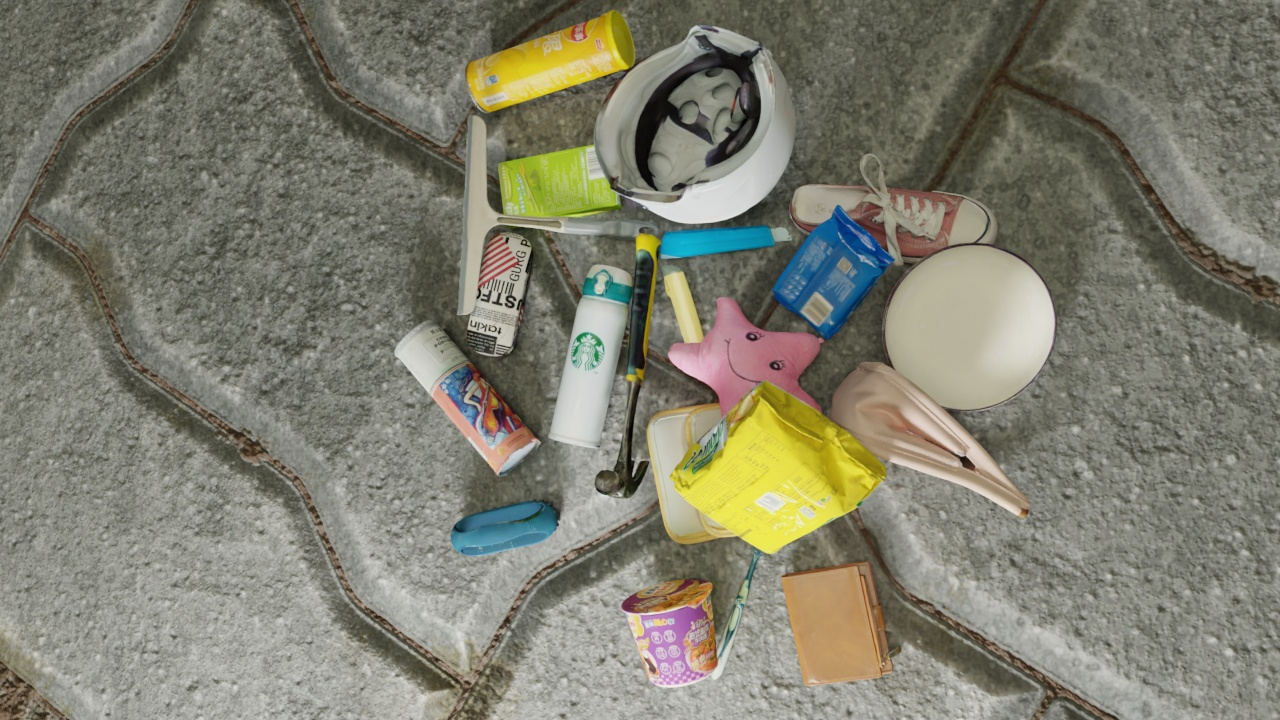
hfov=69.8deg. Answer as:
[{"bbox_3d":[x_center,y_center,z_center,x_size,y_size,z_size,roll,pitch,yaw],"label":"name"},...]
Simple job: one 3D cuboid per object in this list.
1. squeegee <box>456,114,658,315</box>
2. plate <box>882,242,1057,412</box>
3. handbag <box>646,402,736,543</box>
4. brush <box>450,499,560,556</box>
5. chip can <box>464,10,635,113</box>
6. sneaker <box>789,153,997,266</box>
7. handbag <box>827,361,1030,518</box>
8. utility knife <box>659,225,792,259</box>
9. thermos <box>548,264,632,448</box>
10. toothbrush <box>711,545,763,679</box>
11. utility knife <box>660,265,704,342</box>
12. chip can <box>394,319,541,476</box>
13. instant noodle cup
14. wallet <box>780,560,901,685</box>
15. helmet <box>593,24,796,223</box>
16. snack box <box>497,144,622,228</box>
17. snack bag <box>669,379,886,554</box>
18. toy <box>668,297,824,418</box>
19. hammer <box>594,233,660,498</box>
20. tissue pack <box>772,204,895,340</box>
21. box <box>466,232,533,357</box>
[{"bbox_3d":[-0.100,-0.173,1.162,0.246,0.039,0.246,4,97,-5],"label":"squeegee"},{"bbox_3d":[0.370,-0.038,1.046,0.192,0.039,0.192,1,99,3],"label":"plate"},{"bbox_3d":[0.105,0.130,1.106,0.179,0.063,0.163,-11,85,9],"label":"handbag"},{"bbox_3d":[-0.174,0.213,1.156,0.144,0.073,0.055,-14,87,12],"label":"brush"},{"bbox_3d":[-0.116,-0.377,1.170,0.214,0.072,0.072,-11,83,23],"label":"chip can"},{"bbox_3d":[0.290,-0.167,1.065,0.241,0.087,0.118,12,88,15],"label":"sneaker"},{"bbox_3d":[0.319,0.095,0.997,0.234,0.193,0.093,32,95,4],"label":"handbag"},{"bbox_3d":[0.105,-0.150,1.145,0.166,0.018,0.034,-4,98,12],"label":"utility knife"},{"bbox_3d":[-0.060,-0.007,1.145,0.073,0.073,0.224,12,89,14],"label":"thermos"},{"bbox_3d":[0.119,0.296,1.109,0.016,0.018,0.191,19,90,14],"label":"toothbrush"},{"bbox_3d":[0.058,-0.050,1.150,0.031,0.018,0.151,-17,80,16],"label":"utility knife"},{"bbox_3d":[-0.224,0.048,1.182,0.071,0.071,0.214,-43,78,7],"label":"chip can"},{"bbox_3d":[0.040,0.323,1.084,0.112,0.111,0.099,-12,91,12],"label":"instant noodle cup"},{"bbox_3d":[0.236,0.307,1.071,0.119,0.035,0.130,-12,85,12],"label":"wallet"},{"bbox_3d":[0.078,-0.261,1.087,0.259,0.145,0.229,17,81,47],"label":"helmet"},{"bbox_3d":[-0.105,-0.228,1.196,0.156,0.026,0.085,-9,84,12],"label":"snack box"},{"bbox_3d":[0.138,0.125,0.974,0.158,0.247,0.068,34,58,-2],"label":"snack bag"},{"bbox_3d":[0.136,0.002,1.094,0.178,0.075,0.194,-23,65,-14],"label":"toy"},{"bbox_3d":[-0.007,0.007,1.118,0.032,0.126,0.323,4,80,15],"label":"hammer"},{"bbox_3d":[0.223,-0.100,1.064,0.095,0.052,0.158,44,138,13],"label":"tissue pack"},{"bbox_3d":[-0.183,-0.086,1.187,0.074,0.064,0.164,8,88,29],"label":"box"}]
